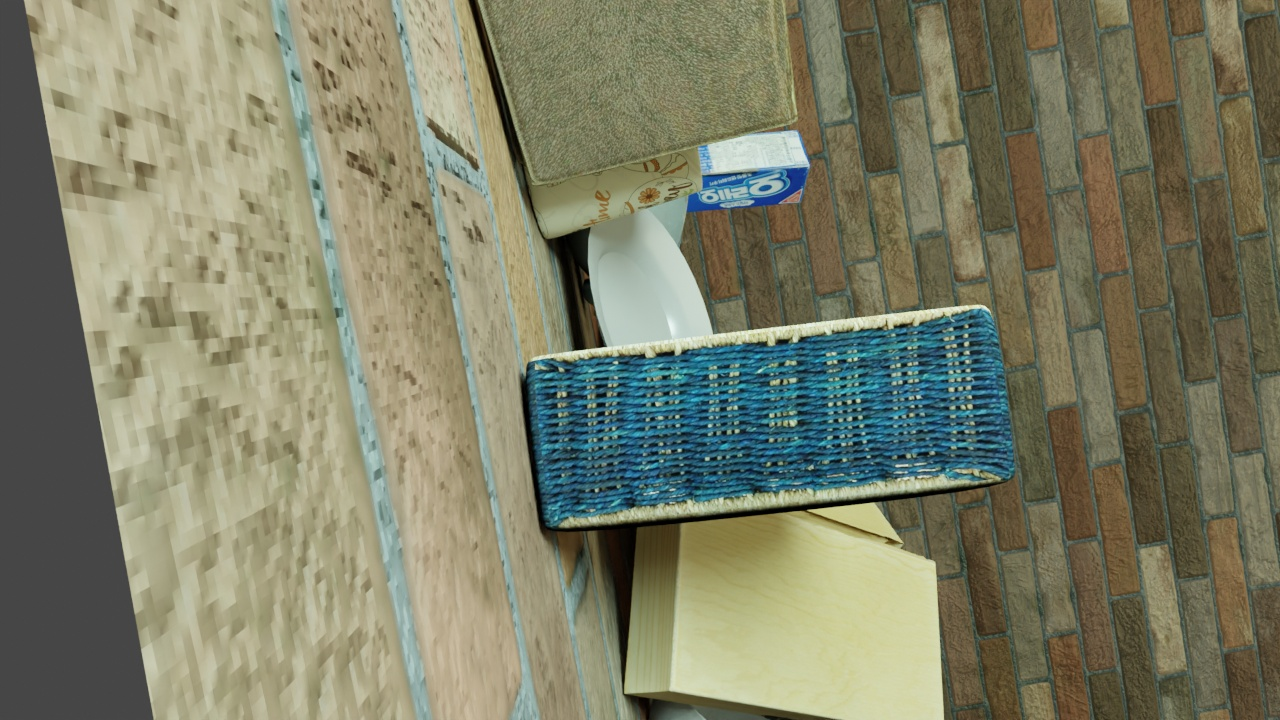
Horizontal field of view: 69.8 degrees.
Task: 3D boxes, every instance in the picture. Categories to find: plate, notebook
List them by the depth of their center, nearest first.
[{"bbox_3d":[0.010,-0.201,0.415,0.034,0.190,0.216,-100,177,-55],"label":"notebook"},{"bbox_3d":[0.006,-0.026,0.620,0.173,0.019,0.172,42,39,-46],"label":"plate"}]

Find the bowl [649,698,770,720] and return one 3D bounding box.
[{"bbox_3d":[0.063,0.275,0.639,0.064,0.132,0.132,-62,180,3],"label":"bowl"}]

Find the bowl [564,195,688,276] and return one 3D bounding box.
[{"bbox_3d":[-0.020,-0.122,0.666,0.150,0.057,0.151,-36,132,-55],"label":"bowl"}]

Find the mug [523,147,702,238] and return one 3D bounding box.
[{"bbox_3d":[-0.019,-0.137,0.531,0.081,0.097,0.122,-97,176,-57],"label":"mug"}]

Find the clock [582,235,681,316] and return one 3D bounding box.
[{"bbox_3d":[-0.009,-0.087,0.746,0.052,0.089,0.124,101,-22,-78],"label":"clock"}]

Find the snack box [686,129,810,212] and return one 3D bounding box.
[{"bbox_3d":[0.051,-0.185,0.917,0.059,0.226,0.059,92,-10,-57],"label":"snack box"}]

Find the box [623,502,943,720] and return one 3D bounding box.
[{"bbox_3d":[0.093,0.126,0.645,0.247,0.097,0.260,23,36,-33],"label":"box"}]

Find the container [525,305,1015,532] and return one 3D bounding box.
[{"bbox_3d":[0.053,0.034,0.417,0.145,0.187,0.071,67,17,-80],"label":"container"}]

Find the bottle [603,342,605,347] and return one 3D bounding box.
[{"bbox_3d":[-0.005,0.005,0.824,0.161,0.056,0.056,-97,176,-61],"label":"bottle"}]
